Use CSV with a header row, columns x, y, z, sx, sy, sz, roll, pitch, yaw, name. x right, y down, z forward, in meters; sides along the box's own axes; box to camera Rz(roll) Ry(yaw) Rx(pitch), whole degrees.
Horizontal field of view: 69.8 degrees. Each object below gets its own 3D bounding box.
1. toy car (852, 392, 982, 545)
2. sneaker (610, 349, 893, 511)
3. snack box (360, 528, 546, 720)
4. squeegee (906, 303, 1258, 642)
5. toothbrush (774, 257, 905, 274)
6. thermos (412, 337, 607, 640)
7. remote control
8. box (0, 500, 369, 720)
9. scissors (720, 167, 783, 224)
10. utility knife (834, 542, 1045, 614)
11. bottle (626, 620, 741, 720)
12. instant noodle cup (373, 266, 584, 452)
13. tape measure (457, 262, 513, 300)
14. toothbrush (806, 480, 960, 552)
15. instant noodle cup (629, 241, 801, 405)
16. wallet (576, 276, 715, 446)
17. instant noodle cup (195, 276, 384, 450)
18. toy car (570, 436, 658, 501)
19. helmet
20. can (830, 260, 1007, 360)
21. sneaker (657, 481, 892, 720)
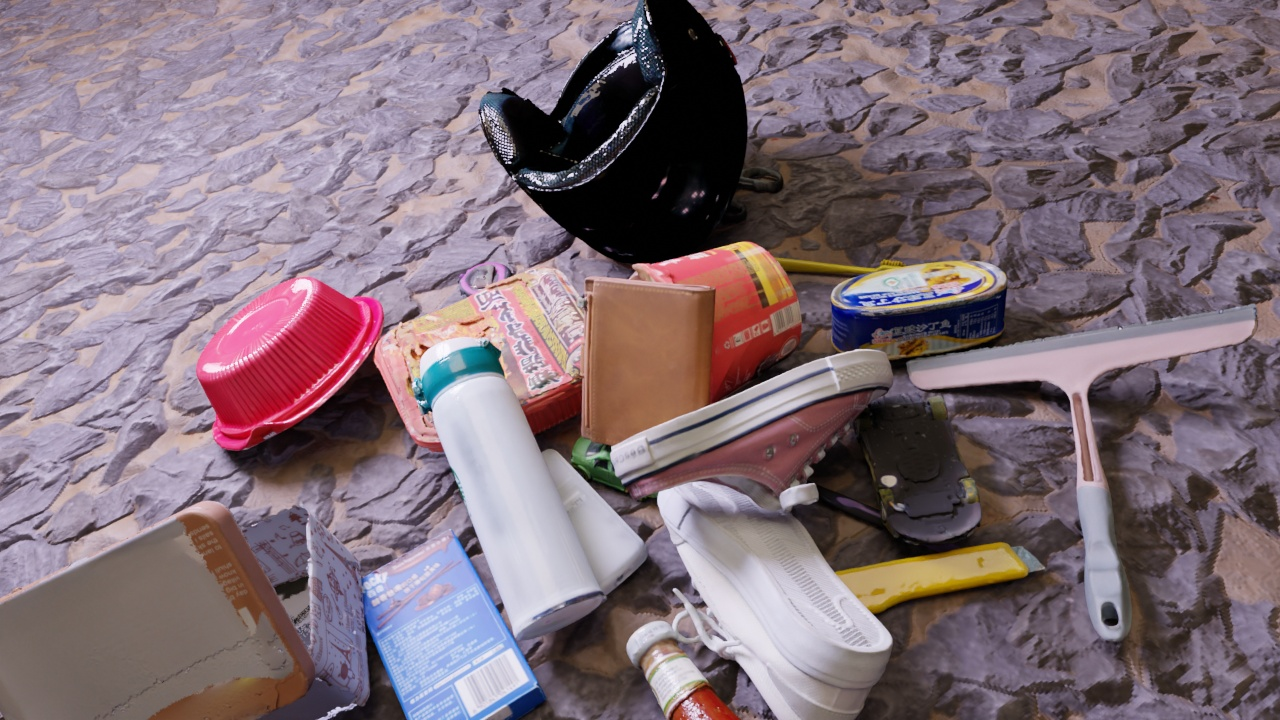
x,y,z,sx,sy,sz,roll,pitch,yaw,name
0.201,0.078,0.677,0.070,0.042,0.157,-8,36,7,toy car
0.092,0.060,0.642,0.240,0.119,0.088,-19,83,-33,sneaker
-0.139,0.197,0.647,0.084,0.026,0.157,-29,46,-15,snack box
0.318,0.085,0.648,0.248,0.040,0.248,-10,47,26,squeegee
0.158,-0.093,0.886,0.190,0.016,0.016,6,42,19,toothbrush
-0.102,0.085,0.666,0.073,0.073,0.224,-23,67,-10,thermos
-0.052,0.122,0.705,0.055,0.020,0.136,-40,50,-13,remote control
-0.298,0.172,0.581,0.182,0.181,0.153,-24,45,0,box
0.075,-0.195,1.015,0.175,0.014,0.159,-10,41,7,scissors
0.191,0.150,0.625,0.164,0.015,0.033,-11,64,3,utility knife
0.053,0.239,0.536,0.059,0.060,0.206,-27,45,-15,bottle
-0.124,0.008,0.800,0.188,0.079,0.164,-24,44,-13,instant noodle cup
-0.152,-0.071,0.917,0.057,0.039,0.057,-7,44,7,tape measure
0.161,0.111,0.679,0.189,0.017,0.014,23,65,28,toothbrush
0.061,-0.030,0.767,0.108,0.138,0.138,-23,44,-24,instant noodle cup
-0.004,0.004,0.693,0.119,0.131,0.035,9,15,26,wallet
-0.331,-0.011,0.837,0.194,0.066,0.193,-22,36,17,instant noodle cup
-0.015,0.080,0.735,0.091,0.036,0.043,13,50,29,toy car
-0.007,-0.231,0.914,0.234,0.230,0.273,-20,36,31,helmet
0.236,-0.044,0.782,0.148,0.049,0.074,-8,34,2,can
0.073,0.159,0.610,0.089,0.091,0.242,8,17,-24,sneaker
